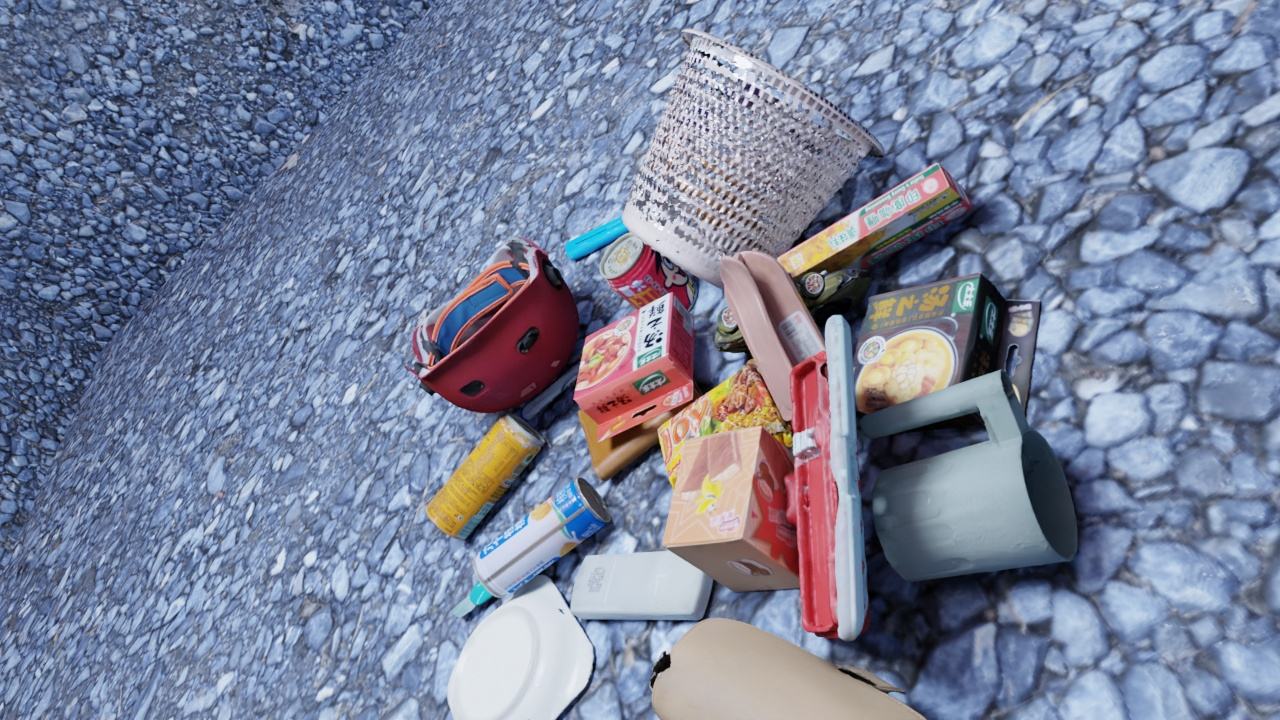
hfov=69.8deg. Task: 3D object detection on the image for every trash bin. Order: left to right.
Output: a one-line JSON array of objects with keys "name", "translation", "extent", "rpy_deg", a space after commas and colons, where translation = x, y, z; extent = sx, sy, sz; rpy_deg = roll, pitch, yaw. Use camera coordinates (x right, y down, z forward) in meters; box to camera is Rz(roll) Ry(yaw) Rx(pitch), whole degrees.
[{"name": "trash bin", "translation": [0.090, -0.180, 0.898], "extent": [0.192, 0.227, 0.227], "rpy_deg": [-59, 33, 11]}]

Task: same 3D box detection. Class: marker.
[{"name": "marker", "translation": [-0.085, 0.023, 1.060], "extent": [0.146, 0.017, 0.017], "rpy_deg": [-39, 36, 16]}]

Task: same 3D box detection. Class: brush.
[{"name": "brush", "translation": [0.113, -0.026, 0.759], "extent": [0.063, 0.072, 0.145], "rpy_deg": [-31, 80, 32]}]

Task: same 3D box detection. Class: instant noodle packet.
[{"name": "instant noodle packet", "translation": [0.072, 0.066, 0.822], "extent": [0.129, 0.044, 0.110], "rpy_deg": [-37, 33, 20]}]

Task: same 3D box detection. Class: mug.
[{"name": "mug", "translation": [0.208, 0.078, 0.597], "extent": [0.104, 0.083, 0.124], "rpy_deg": [-23, 88, 37]}]

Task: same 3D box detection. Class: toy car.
[{"name": "toy car", "translation": [0.135, -0.043, 0.826], "extent": [0.159, 0.070, 0.042], "rpy_deg": [-25, 71, 34]}]

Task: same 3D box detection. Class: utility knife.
[{"name": "utility knife", "translation": [-0.128, 0.209, 0.939], "extent": [0.178, 0.013, 0.029], "rpy_deg": [-39, 44, 11]}, {"name": "utility knife", "translation": [-0.017, -0.175, 1.163], "extent": [0.209, 0.018, 0.034], "rpy_deg": [-22, 44, 34]}]

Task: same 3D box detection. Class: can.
[{"name": "can", "translation": [-0.174, 0.129, 1.027], "extent": [0.146, 0.058, 0.058], "rpy_deg": [-50, 35, 2]}, {"name": "can", "translation": [-0.097, 0.173, 0.893], "extent": [0.135, 0.053, 0.053], "rpy_deg": [-37, 36, 9]}, {"name": "can", "translation": [0.008, -0.087, 0.986], "extent": [0.067, 0.093, 0.066], "rpy_deg": [-29, 40, 28]}]

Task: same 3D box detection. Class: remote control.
[{"name": "remote control", "translation": [0.000, 0.197, 0.801], "extent": [0.150, 0.021, 0.058], "rpy_deg": [-13, 50, 41]}]

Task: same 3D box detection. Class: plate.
[{"name": "plate", "translation": [-0.126, 0.288, 0.852], "extent": [0.164, 0.034, 0.163], "rpy_deg": [-51, 35, 1]}]

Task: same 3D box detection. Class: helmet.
[{"name": "helmet", "translation": [-0.152, -0.019, 1.051], "extent": [0.207, 0.144, 0.240], "rpy_deg": [-42, 23, 6]}]

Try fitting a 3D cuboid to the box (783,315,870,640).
[{"name": "box", "translation": [0.130, 0.084, 0.620], "extent": [0.050, 0.161, 0.200], "rpy_deg": [0, 74, 1]}]

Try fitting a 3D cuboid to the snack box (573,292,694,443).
[{"name": "snack box", "translation": [-0.005, 0.005, 0.906], "extent": [0.113, 0.044, 0.126], "rpy_deg": [-27, 32, 23]}]

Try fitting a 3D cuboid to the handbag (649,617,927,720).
[{"name": "handbag", "translation": [0.108, 0.226, 0.543], "extent": [0.205, 0.147, 0.099], "rpy_deg": [16, 73, 49]}]

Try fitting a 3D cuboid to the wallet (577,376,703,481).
[{"name": "wallet", "translation": [-0.003, 0.046, 0.937], "extent": [0.131, 0.035, 0.119], "rpy_deg": [-40, 39, 11]}]

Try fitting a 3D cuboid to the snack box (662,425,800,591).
[{"name": "snack box", "translation": [0.083, 0.118, 0.717], "extent": [0.077, 0.092, 0.094], "rpy_deg": [-15, 48, 40]}]

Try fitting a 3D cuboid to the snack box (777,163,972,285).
[{"name": "snack box", "translation": [0.204, -0.111, 0.801], "extent": [0.156, 0.077, 0.027], "rpy_deg": [-31, 69, 27]}]

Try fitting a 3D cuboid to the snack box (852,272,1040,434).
[{"name": "snack box", "translation": [0.229, -0.003, 0.706], "extent": [0.126, 0.053, 0.113], "rpy_deg": [-14, 49, 48]}]
